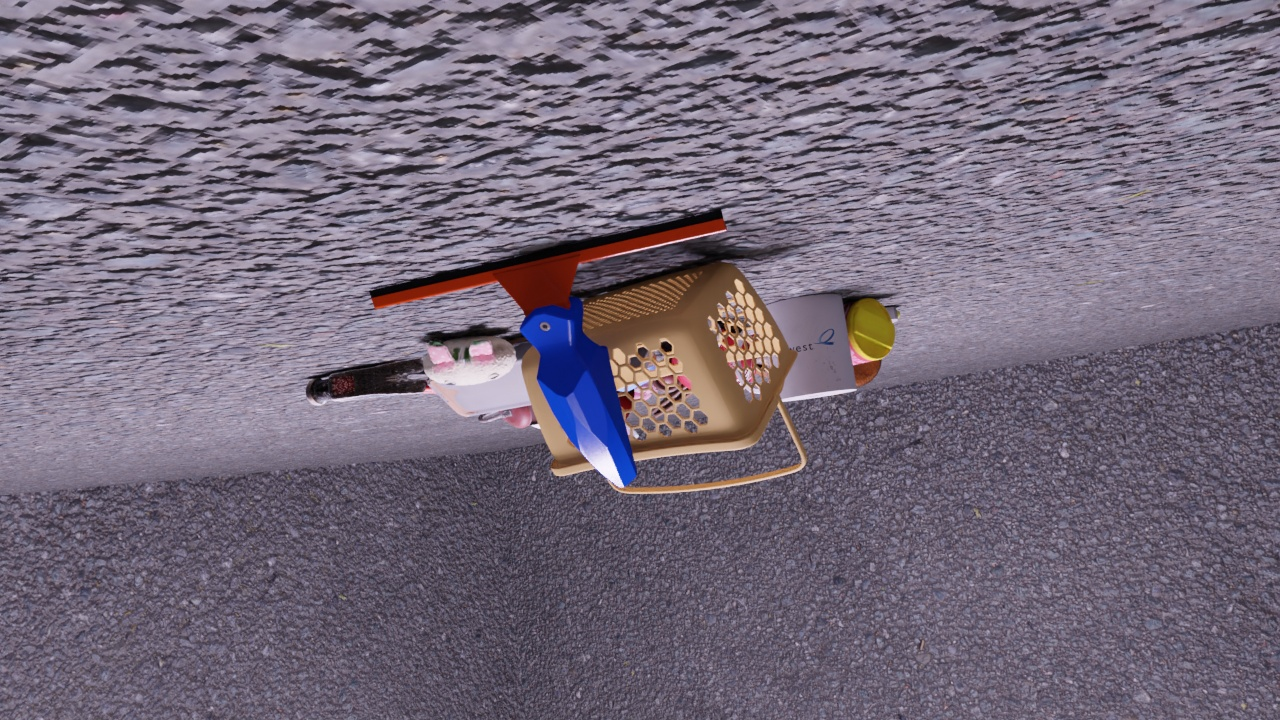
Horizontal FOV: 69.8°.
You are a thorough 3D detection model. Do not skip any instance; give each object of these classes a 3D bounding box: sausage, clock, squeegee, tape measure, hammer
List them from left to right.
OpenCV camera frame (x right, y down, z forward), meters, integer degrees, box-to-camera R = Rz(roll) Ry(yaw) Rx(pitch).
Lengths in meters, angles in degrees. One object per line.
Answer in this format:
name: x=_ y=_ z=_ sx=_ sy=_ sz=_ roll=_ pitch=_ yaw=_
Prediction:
hammer: x=-0.229 y=0.030 z=1.102 sx=0.141 sy=0.036 sz=0.325 roll=-9 pitch=174 yaw=27
clock: x=-0.111 y=0.046 z=1.068 sx=0.156 sy=0.062 sz=0.110 roll=-21 pitch=-170 yaw=-15
squeegee: x=-0.041 y=0.014 z=0.618 sx=0.250 sy=0.185 sz=0.055 roll=-10 pitch=-147 yaw=19
sausage: x=0.040 y=0.013 z=1.171 sx=0.040 sy=0.040 sz=0.155 roll=-9 pitch=-175 yaw=7
tape measure: x=0.268 y=-0.049 z=1.083 sx=0.064 sy=0.016 sz=0.065 roll=-5 pitch=173 yaw=-23

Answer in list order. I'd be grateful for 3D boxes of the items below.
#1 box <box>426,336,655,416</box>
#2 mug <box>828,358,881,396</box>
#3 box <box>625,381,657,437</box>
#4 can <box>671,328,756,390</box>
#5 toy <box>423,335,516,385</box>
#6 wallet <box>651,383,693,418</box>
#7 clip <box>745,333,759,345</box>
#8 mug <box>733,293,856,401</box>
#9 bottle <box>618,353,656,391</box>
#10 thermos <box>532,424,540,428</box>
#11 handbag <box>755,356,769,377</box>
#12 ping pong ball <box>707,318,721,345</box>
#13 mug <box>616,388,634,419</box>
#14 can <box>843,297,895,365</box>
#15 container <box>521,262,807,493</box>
box: x=-0.102 y=-0.002 z=0.961 sx=0.218 sy=0.095 sz=0.115 roll=-11 pitch=142 yaw=27
mug: x=0.255 y=0.007 z=1.209 sx=0.111 sy=0.085 sz=0.081 roll=-31 pitch=177 yaw=-13
box: x=-0.021 y=0.083 z=1.484 sx=0.099 sy=0.107 sz=0.233 roll=-8 pitch=174 yaw=-7
can: x=0.087 y=0.002 z=1.049 sx=0.074 sy=0.074 sz=0.142 roll=-10 pitch=173 yaw=17
toy: x=-0.161 y=-0.001 z=0.869 sx=0.087 sy=0.050 sz=0.112 roll=-7 pitch=169 yaw=-5
wallet: x=0.075 y=0.026 z=1.200 sx=0.098 sy=0.027 sz=0.121 roll=-36 pitch=178 yaw=-41
clip: x=0.138 y=-0.027 z=1.125 sx=0.023 sy=0.044 sz=0.060 roll=-10 pitch=146 yaw=-12
mug: x=0.154 y=-0.009 z=0.941 sx=0.120 sy=0.096 sz=0.083 roll=-10 pitch=173 yaw=15
bottle: x=-0.006 y=0.006 z=1.094 sx=0.048 sy=0.048 sz=0.131 roll=-6 pitch=173 yaw=-15
thermos: x=-0.166 y=0.069 z=1.387 sx=0.101 sy=0.068 sz=0.230 roll=1 pitch=174 yaw=-4
handbag: x=0.102 y=0.005 z=1.279 sx=0.196 sy=0.043 sz=0.093 roll=-6 pitch=172 yaw=16
ping pong ball: x=0.064 y=-0.025 z=0.941 sx=0.040 sy=0.040 sz=0.040 roll=-8 pitch=174 yaw=-1
mug: x=-0.078 y=0.050 z=1.240 sx=0.088 sy=0.087 sz=0.114 roll=20 pitch=138 yaw=-38
can: x=0.212 y=-0.024 z=1.011 sx=0.066 sy=0.066 sz=0.125 roll=-3 pitch=172 yaw=-35
container: x=0.023 y=0.030 z=0.710 sx=0.184 sy=0.167 sz=0.128 roll=-13 pitch=-156 yaw=34
